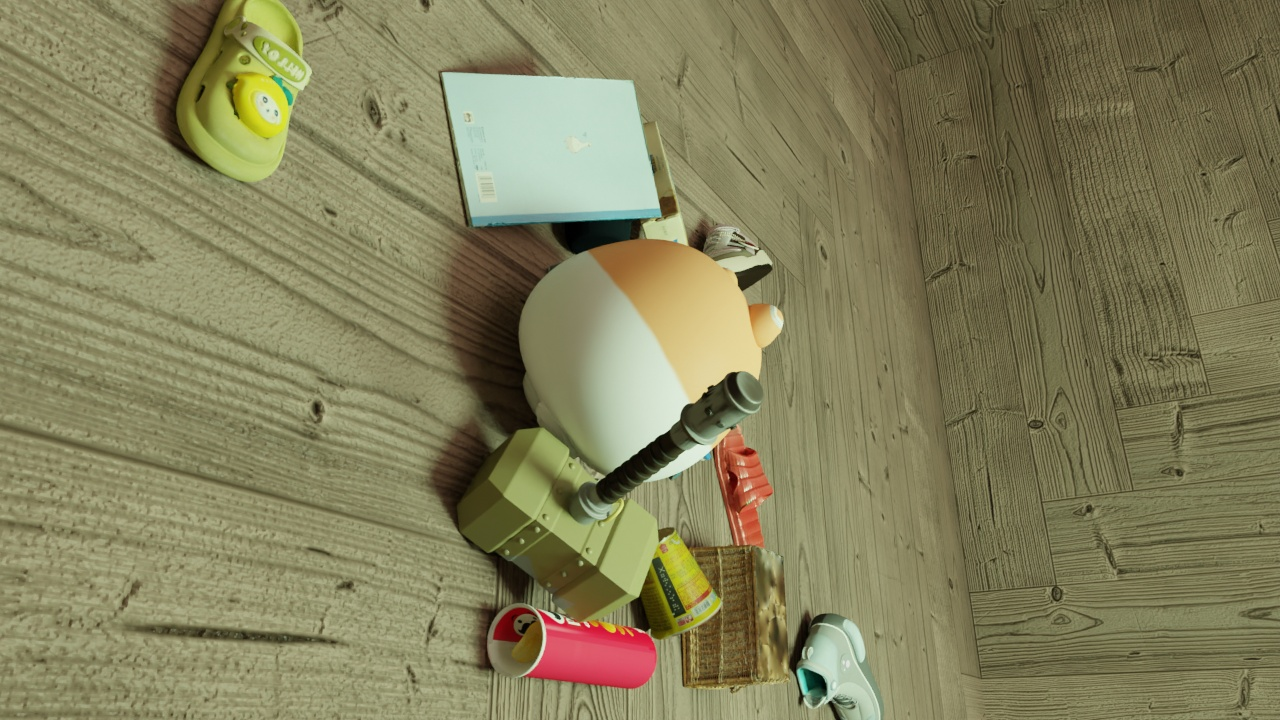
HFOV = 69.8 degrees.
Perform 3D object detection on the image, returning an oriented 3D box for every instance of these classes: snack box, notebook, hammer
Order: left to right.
[{"bbox_3d":[-0.099,-0.248,1.079,0.252,0.009,0.181,-8,83,-31],"label":"notebook"},{"bbox_3d":[-0.008,0.104,0.852,0.190,0.326,0.100,40,39,-12],"label":"hammer"},{"bbox_3d":[0.028,-0.209,1.281,0.153,0.055,0.207,71,7,-49],"label":"snack box"}]

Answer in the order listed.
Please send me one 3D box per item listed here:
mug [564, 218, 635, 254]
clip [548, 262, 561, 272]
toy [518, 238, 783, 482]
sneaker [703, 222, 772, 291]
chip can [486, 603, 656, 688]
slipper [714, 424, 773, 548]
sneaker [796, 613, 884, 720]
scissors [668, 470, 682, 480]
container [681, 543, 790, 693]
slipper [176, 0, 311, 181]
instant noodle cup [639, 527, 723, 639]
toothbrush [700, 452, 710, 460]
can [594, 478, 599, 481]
[{"bbox_3d":[-0.040,-0.192,1.173,0.085,0.122,0.094,22,61,-51],"label":"mug"},{"bbox_3d":[-0.053,-0.082,1.204,0.169,0.031,0.164,63,33,-26],"label":"clip"},{"bbox_3d":[0.008,-0.005,1.011,0.266,0.280,0.262,63,-5,-32],"label":"toy"},{"bbox_3d":[0.134,-0.172,1.511,0.116,0.112,0.293,57,27,4],"label":"sneaker"},{"bbox_3d":[-0.065,0.306,0.970,0.220,0.069,0.069,34,50,-52],"label":"chip can"},{"bbox_3d":[0.175,0.215,1.458,0.103,0.059,0.248,-8,87,-61],"label":"slipper"},{"bbox_3d":[0.337,0.577,1.578,0.160,0.093,0.257,-38,113,-50],"label":"sneaker"},{"bbox_3d":[0.054,0.123,1.319,0.119,0.019,0.151,51,32,-34],"label":"scissors"},{"bbox_3d":[0.130,0.351,1.259,0.113,0.113,0.198,30,54,-54],"label":"container"},{"bbox_3d":[-0.308,-0.234,0.754,0.091,0.082,0.190,42,41,-50],"label":"slipper"},{"bbox_3d":[0.036,0.273,1.152,0.100,0.101,0.112,-26,92,-61],"label":"instant noodle cup"},{"bbox_3d":[0.054,0.074,1.326,0.166,0.014,0.016,58,25,-8],"label":"toothbrush"},{"bbox_3d":[-0.051,0.182,1.088,0.031,0.032,0.080,-29,103,-61],"label":"can"}]
